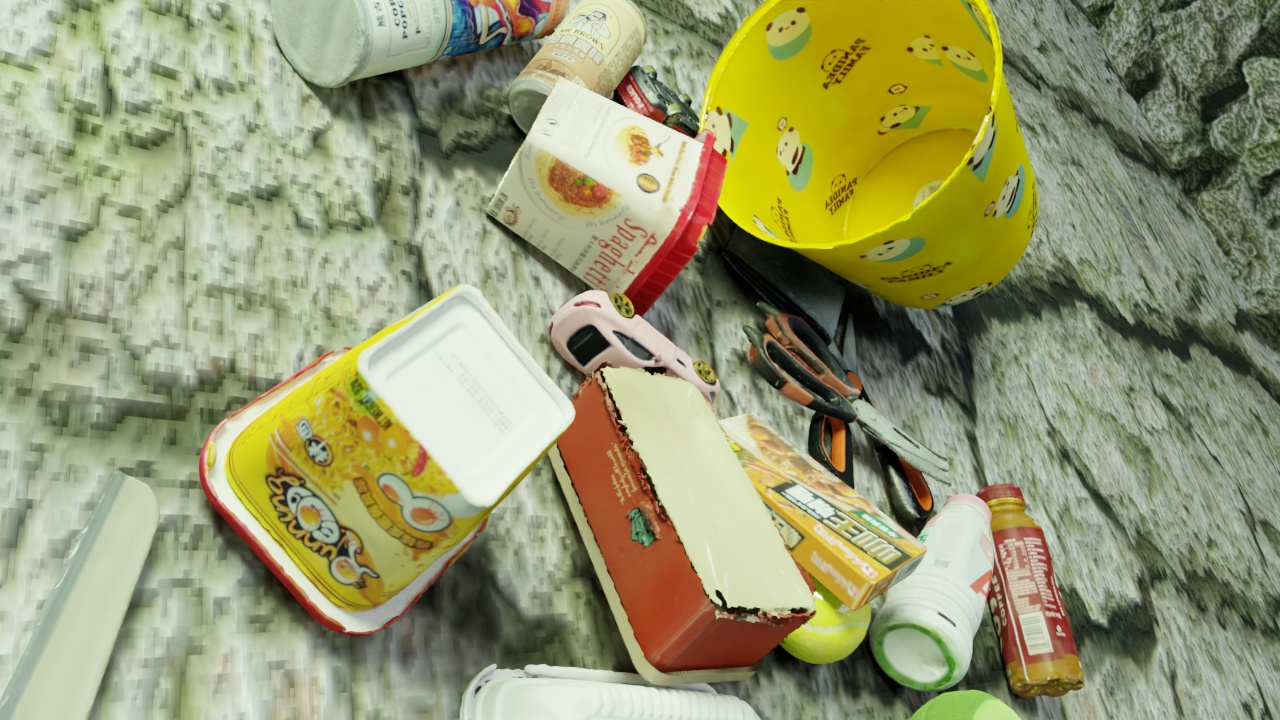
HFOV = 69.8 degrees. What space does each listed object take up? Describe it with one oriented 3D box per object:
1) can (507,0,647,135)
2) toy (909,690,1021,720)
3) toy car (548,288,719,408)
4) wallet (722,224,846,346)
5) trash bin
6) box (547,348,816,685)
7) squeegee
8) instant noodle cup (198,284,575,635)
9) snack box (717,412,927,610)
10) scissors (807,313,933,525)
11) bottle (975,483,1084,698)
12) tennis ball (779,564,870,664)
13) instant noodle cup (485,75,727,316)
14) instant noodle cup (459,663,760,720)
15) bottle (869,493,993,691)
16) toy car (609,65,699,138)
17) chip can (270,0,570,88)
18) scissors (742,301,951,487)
[{"bbox_3d":[-0.044,-0.210,0.659,0.058,0.059,0.116,41,58,-18],"label":"can"},{"bbox_3d":[0.191,0.305,0.542,0.227,0.090,0.246,45,43,-23],"label":"toy"},{"bbox_3d":[-0.003,0.003,0.578,0.122,0.056,0.037,38,39,-21],"label":"toy car"},{"bbox_3d":[0.124,-0.074,0.781,0.121,0.019,0.097,41,34,-7],"label":"wallet"},{"bbox_3d":[0.210,-0.163,0.762,0.255,0.230,0.229,22,49,-53],"label":"trash bin"},{"bbox_3d":[0.023,0.078,0.497,0.091,0.079,0.168,13,37,-39],"label":"box"},{"bbox_3d":[-0.114,0.188,0.332,0.246,0.039,0.245,18,54,-15],"label":"squeegee"},{"bbox_3d":[-0.103,0.038,0.399,0.116,0.124,0.115,51,39,-6],"label":"instant noodle cup"},{"bbox_3d":[0.102,0.091,0.592,0.154,0.026,0.075,39,31,30],"label":"snack box"},{"bbox_3d":[0.180,0.042,0.767,0.224,0.022,0.220,50,35,-4],"label":"scissors"},{"bbox_3d":[0.323,0.190,0.778,0.057,0.058,0.174,24,49,-33],"label":"bottle"},{"bbox_3d":[0.112,0.158,0.581,0.065,0.066,0.065,25,48,-32],"label":"tennis ball"},{"bbox_3d":[-0.024,-0.110,0.602,0.124,0.117,0.116,28,46,-13],"label":"instant noodle cup"},{"bbox_3d":[0.002,0.214,0.437,0.173,0.061,0.137,21,50,-37],"label":"instant noodle cup"},{"bbox_3d":[0.232,0.164,0.698,0.068,0.068,0.196,54,37,-2],"label":"bottle"},{"bbox_3d":[0.018,-0.198,0.744,0.120,0.045,0.053,7,52,-61],"label":"toy car"},{"bbox_3d":[-0.132,-0.232,0.599,0.071,0.071,0.214,54,39,-3],"label":"chip can"},{"bbox_3d":[0.170,0.028,0.733,0.205,0.015,0.194,3,54,-44],"label":"scissors"}]
